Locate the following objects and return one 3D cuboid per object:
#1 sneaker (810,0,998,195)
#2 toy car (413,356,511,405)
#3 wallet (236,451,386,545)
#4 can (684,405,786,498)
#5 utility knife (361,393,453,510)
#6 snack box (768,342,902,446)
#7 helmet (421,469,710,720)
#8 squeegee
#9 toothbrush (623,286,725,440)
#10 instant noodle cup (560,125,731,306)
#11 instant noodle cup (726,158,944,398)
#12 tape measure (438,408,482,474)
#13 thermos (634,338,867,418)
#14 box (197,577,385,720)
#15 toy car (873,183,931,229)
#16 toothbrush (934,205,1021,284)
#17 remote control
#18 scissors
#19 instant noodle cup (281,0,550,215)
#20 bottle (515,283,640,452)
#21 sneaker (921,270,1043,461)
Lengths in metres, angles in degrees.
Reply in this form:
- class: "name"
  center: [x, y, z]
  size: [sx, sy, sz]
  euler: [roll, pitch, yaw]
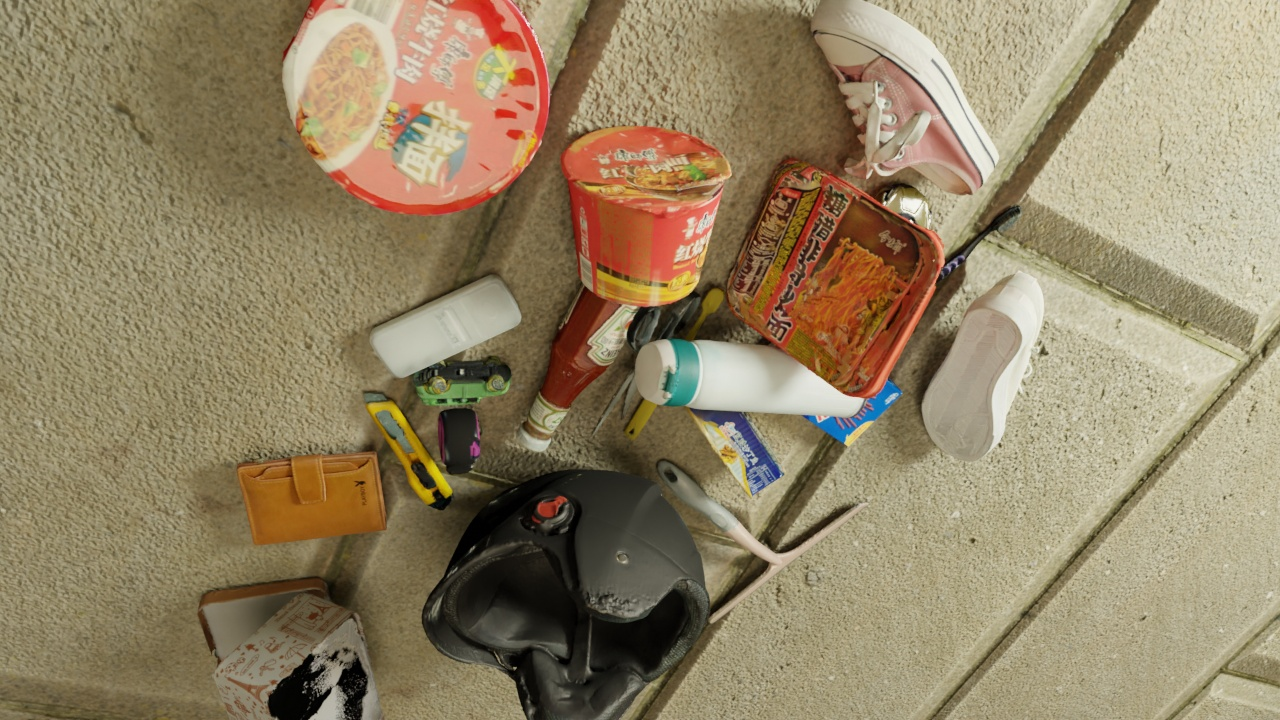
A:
- class: "sneaker"
  center: [0.217, -0.205, 0.784]
  size: [0.241, 0.118, 0.088]
  euler: [36, 88, -35]
- class: "toy car"
  center: [-0.167, 0.020, 0.869]
  size: [0.091, 0.043, 0.036]
  euler: [-5, 120, -8]
- class: "wallet"
  center: [-0.324, 0.130, 0.910]
  size: [0.130, 0.035, 0.119]
  euler: [-5, 128, -11]
- class: "can"
  center: [0.097, 0.078, 0.949]
  size: [0.049, 0.074, 0.148]
  euler: [-34, 123, 4]
- class: "utility knife"
  center: [-0.232, 0.093, 0.915]
  size: [0.033, 0.015, 0.165]
  euler: [-24, 124, -1]
- class: "snack box"
  center: [0.195, 0.023, 0.964]
  size: [0.157, 0.026, 0.085]
  euler: [32, 109, -28]
- class: "helmet"
  center: [-0.069, 0.219, 0.908]
  size: [0.274, 0.229, 0.234]
  euler: [9, 126, -9]
- class: "squeegee"
  center: [0.104, 0.188, 1.040]
  size: [0.248, 0.040, 0.249]
  euler: [-41, 121, 14]
- class: "toothbrush"
  center: [0.033, 0.005, 0.920]
  size: [0.016, 0.016, 0.190]
  euler: [35, 116, 8]
- class: "instant noodle cup"
  center: [0.000, -0.120, 0.774]
  size: [0.138, 0.137, 0.109]
  euler: [-4, 131, -11]
- class: "instant noodle cup"
  center: [0.181, -0.076, 0.832]
  size: [0.079, 0.189, 0.165]
  euler: [-9, 131, -45]
- class: "tape measure"
  center: [-0.175, 0.075, 0.893]
  size: [0.039, 0.057, 0.058]
  euler: [-3, 137, -17]
- class: "thermos"
  center: [0.105, 0.016, 0.870]
  size: [0.224, 0.073, 0.073]
  euler: [4, 120, -23]
- class: "box"
  center: [-0.389, 0.332, 0.982]
  size: [0.181, 0.153, 0.183]
  euler: [11, 122, 23]
- class: "toy car"
  center: [0.227, -0.096, 0.891]
  size: [0.070, 0.042, 0.158]
  euler: [14, 115, -21]
- class: "toothbrush"
  center: [0.308, -0.089, 0.928]
  size: [0.189, 0.016, 0.014]
  euler: [-42, 121, 15]
- class: "remote control"
  center: [-0.179, -0.031, 0.847]
  size: [0.136, 0.020, 0.056]
  euler: [-25, 123, 3]
- class: "scissors"
  center: [0.003, -0.001, 0.887]
  size: [0.175, 0.014, 0.159]
  euler: [-46, 157, -8]
- class: "instant noodle cup"
  center: [-0.170, -0.213, 0.709]
  size: [0.193, 0.065, 0.194]
  euler: [-6, 124, -10]
- class: "bottle"
  center: [-0.060, 0.000, 0.870]
  size: [0.059, 0.059, 0.206]
  euler: [21, 115, -24]
- class: "sneaker"
  center: [0.364, 0.006, 0.969]
  size: [0.090, 0.089, 0.243]
  euler: [-45, 150, -32]
